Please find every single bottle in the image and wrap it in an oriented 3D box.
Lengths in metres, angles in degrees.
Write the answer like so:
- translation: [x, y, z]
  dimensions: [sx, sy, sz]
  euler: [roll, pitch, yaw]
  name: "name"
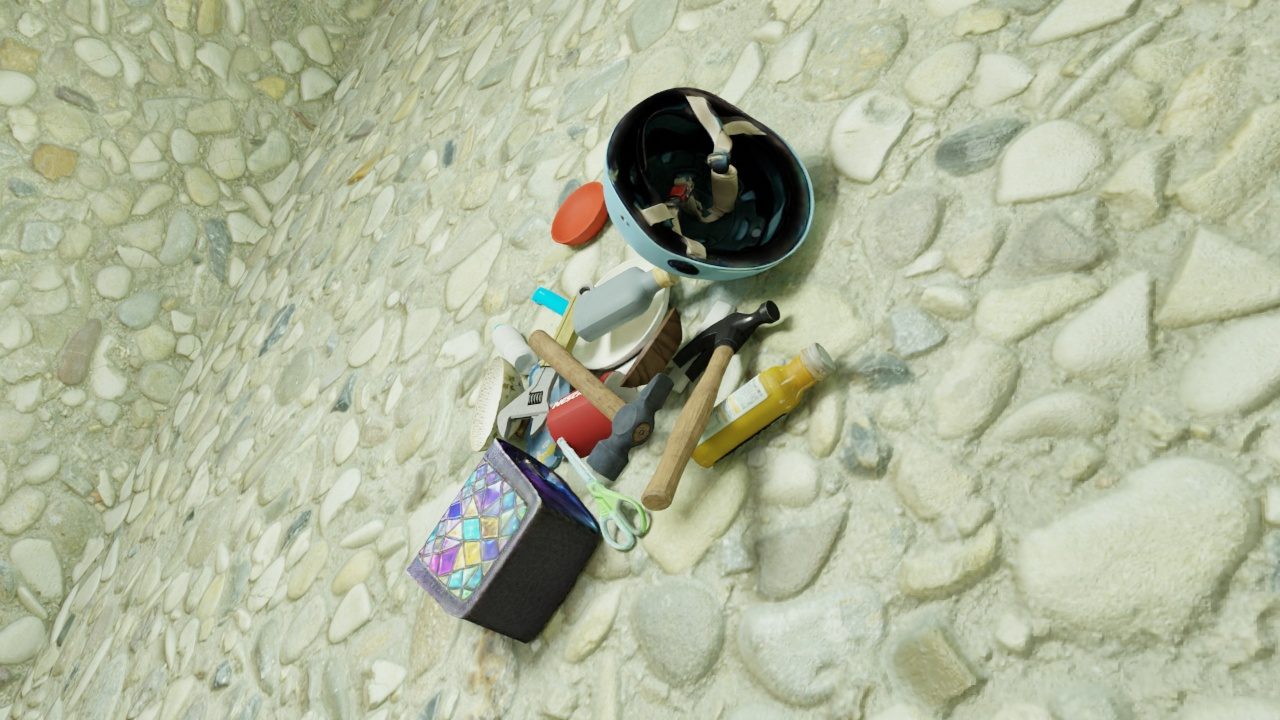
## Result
- translation: [-0.019, -0.087, 1.240]
  dimensions: [0.162, 0.046, 0.072]
  euler: [-27, 44, 32]
  name: "bottle"
- translation: [-0.204, -0.023, 1.456]
  dimensions: [0.044, 0.044, 0.136]
  euler: [-50, 36, 5]
  name: "bottle"
- translation: [0.131, 0.049, 1.017]
  dimensions: [0.186, 0.053, 0.053]
  euler: [-38, 39, 21]
  name: "bottle"

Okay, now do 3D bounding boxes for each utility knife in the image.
- translation: [-0.130, -0.086, 1.450]
  dimensions: [0.031, 0.015, 0.198]
  euler: [-58, 33, 0]
  name: "utility knife"

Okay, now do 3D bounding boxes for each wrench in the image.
- translation: [-0.121, -0.003, 1.275]
  dimensions: [0.084, 0.018, 0.272]
  euler: [3, 54, 26]
  name: "wrench"

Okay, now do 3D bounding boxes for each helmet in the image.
- translation: [0.080, -0.204, 1.150]
  dimensions: [0.225, 0.265, 0.167]
  euler: [-62, -1, -16]
  name: "helmet"

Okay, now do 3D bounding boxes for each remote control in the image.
- translation: [0.074, -0.019, 1.169]
  dimensions: [0.131, 0.012, 0.033]
  euler: [-57, 36, -5]
  name: "remote control"

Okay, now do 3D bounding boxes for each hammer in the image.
- translation: [0.063, 0.050, 1.019]
  dimensions: [0.133, 0.040, 0.304]
  euler: [-28, 22, 40]
  name: "hammer"
- translation: [-0.070, 0.023, 1.130]
  dimensions: [0.129, 0.040, 0.322]
  euler: [-55, 34, 1]
  name: "hammer"

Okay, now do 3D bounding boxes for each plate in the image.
- translation: [-0.023, -0.061, 1.294]
  dimensions: [0.183, 0.034, 0.182]
  euler: [-29, 43, 30]
  name: "plate"

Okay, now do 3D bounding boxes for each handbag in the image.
- translation: [-0.181, 0.223, 1.161]
  dimensions: [0.205, 0.125, 0.222]
  euler: [-56, 38, -3]
  name: "handbag"

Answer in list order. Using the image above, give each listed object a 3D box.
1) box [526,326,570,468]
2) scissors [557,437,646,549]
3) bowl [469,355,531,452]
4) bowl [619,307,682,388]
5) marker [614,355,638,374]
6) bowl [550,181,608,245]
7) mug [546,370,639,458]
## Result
- translation: [-0.125, 0.059, 1.311]
  dimensions: [0.127, 0.039, 0.208]
  euler: [-53, 29, 40]
  name: "box"
- translation: [-0.053, 0.155, 1.118]
  dimensions: [0.174, 0.033, 0.065]
  euler: [46, 109, 27]
  name: "scissors"
- translation: [-0.196, 0.069, 1.337]
  dimensions: [0.146, 0.063, 0.145]
  euler: [-49, 33, 48]
  name: "bowl"
- translation: [0.021, -0.008, 1.141]
  dimensions: [0.119, 0.032, 0.119]
  euler: [-55, 2, 3]
  name: "bowl"
- translation: [-0.008, 0.007, 1.234]
  dimensions: [0.146, 0.019, 0.019]
  euler: [-33, 40, 26]
  name: "marker"
- translation: [-0.093, -0.235, 1.514]
  dimensions: [0.122, 0.035, 0.121]
  euler: [-29, 43, 30]
  name: "bowl"
- translation: [-0.052, 0.064, 1.194]
  dimensions: [0.097, 0.080, 0.116]
  euler: [-28, 14, 31]
  name: "mug"
